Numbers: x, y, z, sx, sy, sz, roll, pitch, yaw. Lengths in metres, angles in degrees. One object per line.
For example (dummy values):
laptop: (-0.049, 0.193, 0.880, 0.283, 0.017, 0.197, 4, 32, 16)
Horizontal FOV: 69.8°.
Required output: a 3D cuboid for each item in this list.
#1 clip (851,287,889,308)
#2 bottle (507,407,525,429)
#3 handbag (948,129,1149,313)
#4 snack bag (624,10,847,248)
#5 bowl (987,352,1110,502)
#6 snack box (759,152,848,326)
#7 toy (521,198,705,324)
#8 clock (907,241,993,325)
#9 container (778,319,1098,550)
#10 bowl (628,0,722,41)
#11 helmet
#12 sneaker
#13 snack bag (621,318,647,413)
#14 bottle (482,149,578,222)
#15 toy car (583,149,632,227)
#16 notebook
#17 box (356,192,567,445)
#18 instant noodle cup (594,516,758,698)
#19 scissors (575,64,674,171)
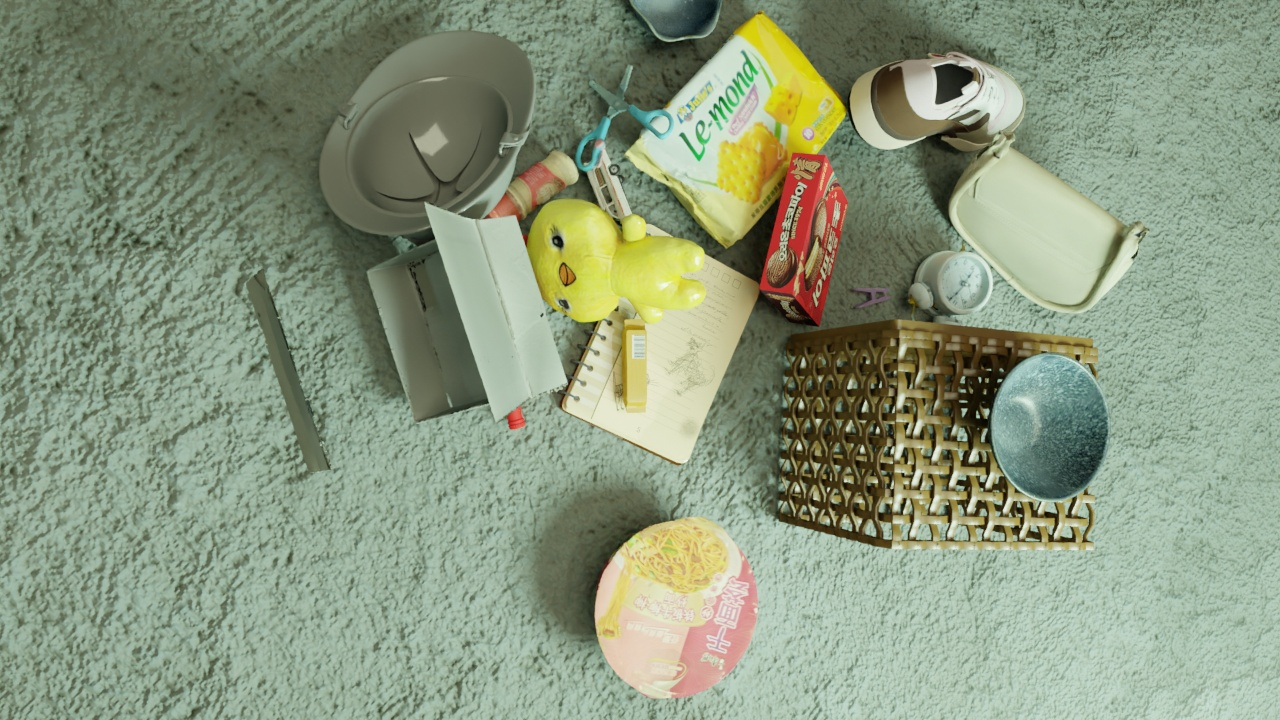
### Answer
clip: (0.276, -0.075, 1.098, 0.051, 0.013, 0.032, -5, 91, -21)
bottle: (-0.142, 0.012, 0.939, 0.036, 0.036, 0.119, -16, 93, -19)
handbag: (0.487, -0.181, 1.094, 0.229, 0.184, 0.131, 32, 75, 2)
snack bag: (0.111, -0.257, 1.020, 0.159, 0.068, 0.247, 44, 75, -11)
bowl: (0.367, 0.062, 0.864, 0.137, 0.057, 0.137, 1, 88, -19)
snack box: (0.183, -0.129, 1.010, 0.036, 0.132, 0.152, 11, 82, 25)
toy: (-0.034, -0.098, 0.921, 0.092, 0.208, 0.134, -46, 142, -44)
clock: (0.369, -0.081, 1.106, 0.083, 0.057, 0.117, 41, 83, -13)
container: (0.313, 0.081, 0.993, 0.251, 0.220, 0.214, 4, 86, -19)
bowl: (0.031, -0.396, 1.005, 0.110, 0.055, 0.110, 1, 88, -19)
helmet: (-0.193, -0.192, 0.894, 0.183, 0.118, 0.270, 12, 58, 9)
sneaker: (0.378, -0.312, 1.060, 0.293, 0.117, 0.111, -8, 90, -35)
snack bag: (-0.006, 0.006, 0.968, 0.026, 0.020, 0.099, -1, 90, -16)
bottle: (-0.116, -0.175, 0.953, 0.109, 0.044, 0.044, -39, 100, -17)
toy car: (-0.028, -0.166, 0.973, 0.039, 0.039, 0.113, -21, 78, 4)
notebook: (0.022, -0.019, 1.003, 0.167, 0.024, 0.225, 27, 80, -17)
box: (-0.160, -0.029, 0.774, 0.165, 0.330, 0.167, -18, 93, -3)
instant noodle cup: (0.027, 0.254, 0.966, 0.178, 0.078, 0.178, 1, 86, -18)
scissors: (-0.015, -0.255, 0.960, 0.130, 0.015, 0.135, 10, 76, 25)
